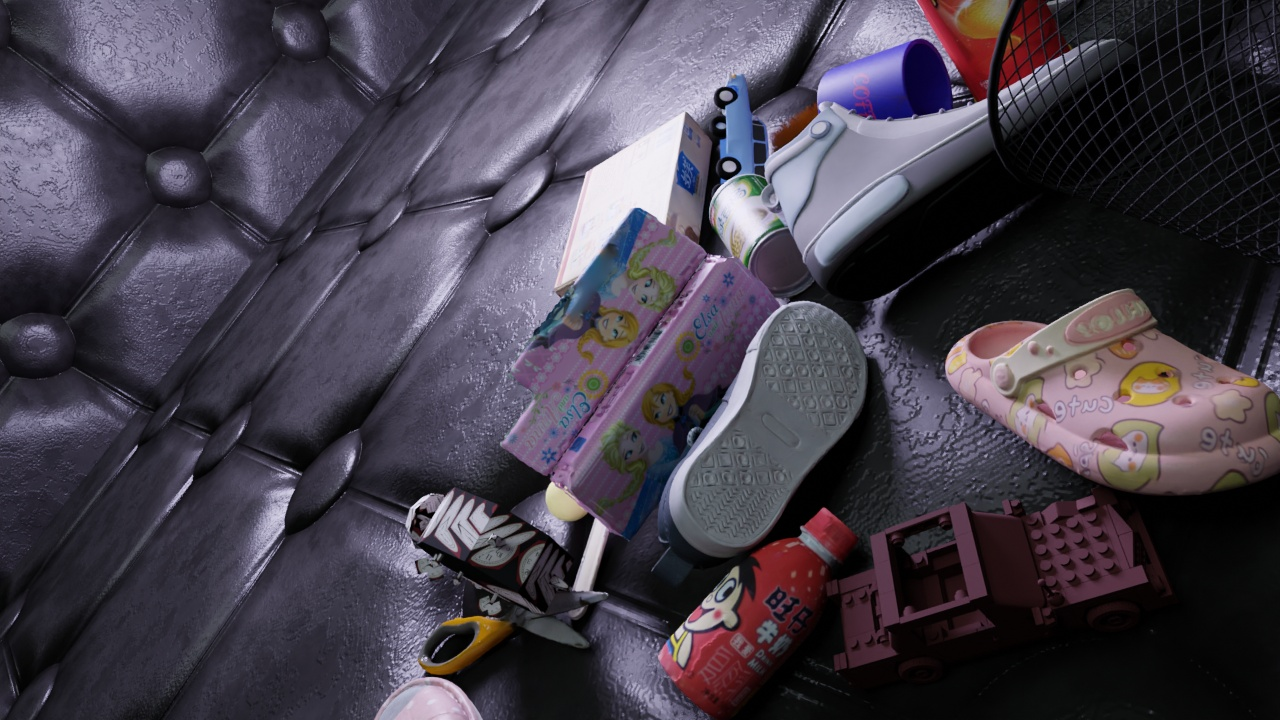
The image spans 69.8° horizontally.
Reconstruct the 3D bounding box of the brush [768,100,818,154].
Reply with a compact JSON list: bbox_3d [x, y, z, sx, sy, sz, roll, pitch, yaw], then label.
[{"bbox_3d":[0.150,-0.223,0.919,0.127,0.017,0.048,-29,36,28],"label":"brush"}]

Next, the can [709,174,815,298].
[{"bbox_3d":[0.107,-0.110,0.801,0.067,0.067,0.120,-40,33,13],"label":"can"}]

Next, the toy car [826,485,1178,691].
[{"bbox_3d":[0.173,0.116,0.479,0.170,0.062,0.070,-28,37,28],"label":"toy car"}]

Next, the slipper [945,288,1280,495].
[{"bbox_3d":[0.238,0.003,0.486,0.093,0.081,0.197,-21,23,-16],"label":"slipper"}]

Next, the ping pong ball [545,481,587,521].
[{"bbox_3d":[-0.060,0.117,0.779,0.040,0.040,0.040,-31,35,25],"label":"ping pong ball"}]

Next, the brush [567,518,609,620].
[{"bbox_3d":[-0.022,0.106,0.755,0.033,0.012,0.217,-11,54,48],"label":"brush"}]

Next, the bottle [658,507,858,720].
[{"bbox_3d":[0.077,0.149,0.559,0.137,0.062,0.062,-49,32,-1],"label":"bottle"}]

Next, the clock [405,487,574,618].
[{"bbox_3d":[-0.128,0.154,0.716,0.155,0.114,0.065,-1,53,52],"label":"clock"}]

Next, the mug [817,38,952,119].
[{"bbox_3d":[0.220,-0.231,0.798,0.084,0.079,0.111,-5,23,48],"label":"mug"}]

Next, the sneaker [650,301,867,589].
[{"bbox_3d":[0.082,0.055,0.640,0.234,0.089,0.088,-50,-5,-35],"label":"sneaker"}]

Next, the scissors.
[{"bbox_3d":[-0.104,0.196,0.765,0.226,0.016,0.174,-24,38,35],"label":"scissors"}]

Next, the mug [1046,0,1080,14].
[{"bbox_3d":[0.314,-0.306,0.774,0.112,0.075,0.076,1,51,18],"label":"mug"}]

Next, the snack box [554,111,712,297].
[{"bbox_3d":[-0.005,-0.160,1.000,0.154,0.055,0.206,-24,39,33],"label":"snack box"}]

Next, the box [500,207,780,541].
[{"bbox_3d":[-0.001,0.002,0.708,0.230,0.161,0.062,-54,9,-16],"label":"box"}]

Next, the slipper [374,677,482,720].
[{"bbox_3d":[-0.150,0.316,0.656,0.114,0.054,0.274,-52,32,-7],"label":"slipper"}]

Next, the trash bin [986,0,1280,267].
[{"bbox_3d":[0.326,-0.138,0.476,0.184,0.184,0.210,-44,38,6],"label":"trash bin"}]

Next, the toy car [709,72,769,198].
[{"bbox_3d":[0.098,-0.208,0.898,0.055,0.056,0.153,1,66,-1],"label":"toy car"}]

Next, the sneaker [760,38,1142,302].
[{"bbox_3d":[0.213,-0.168,0.675,0.257,0.093,0.160,-37,53,17],"label":"sneaker"}]

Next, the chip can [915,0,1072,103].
[{"bbox_3d":[0.245,-0.287,0.688,0.087,0.213,0.086,-31,35,25],"label":"chip can"}]
